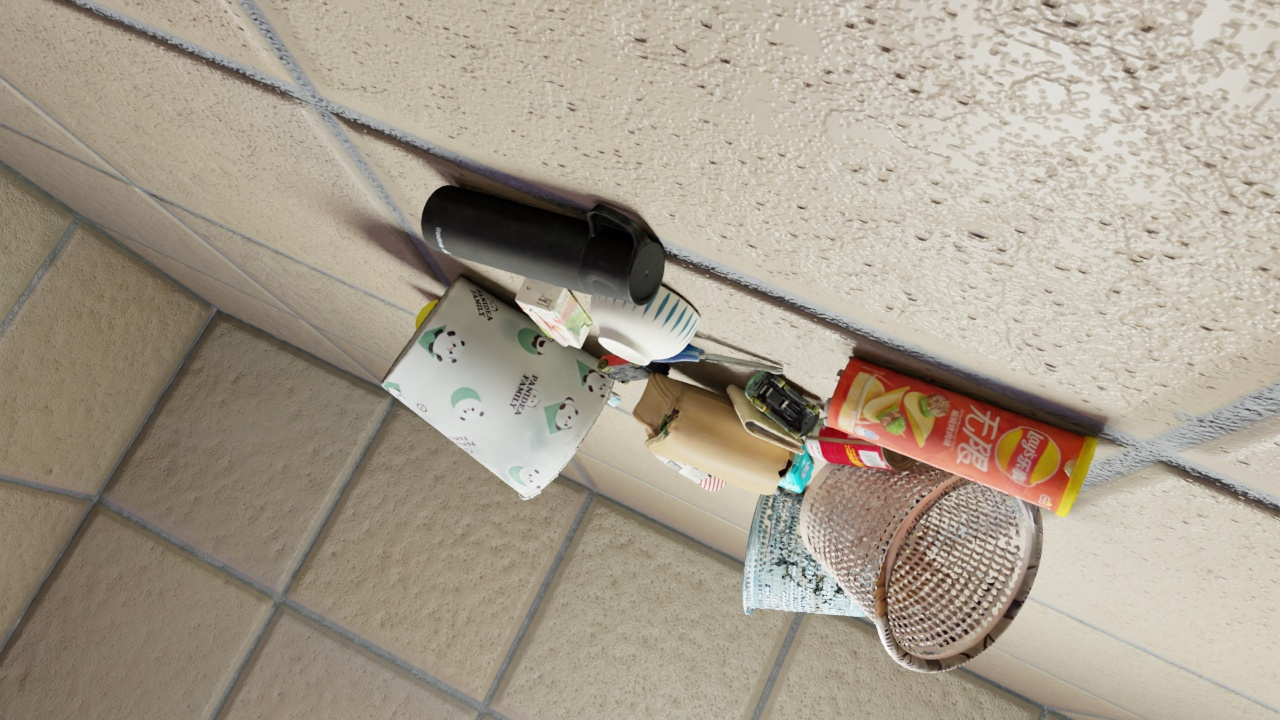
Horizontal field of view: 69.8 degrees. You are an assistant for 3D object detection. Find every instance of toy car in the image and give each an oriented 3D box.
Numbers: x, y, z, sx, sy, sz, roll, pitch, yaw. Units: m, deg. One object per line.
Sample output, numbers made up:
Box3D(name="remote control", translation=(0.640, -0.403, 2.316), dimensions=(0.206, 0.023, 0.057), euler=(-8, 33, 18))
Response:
Box3D(name="toy car", translation=(0.156, 0.047, 1.014), dimensions=(0.091, 0.043, 0.036), euler=(38, 179, -12))
Box3D(name="toy car", translation=(-0.007, 0.007, 1.194), dimensions=(0.106, 0.031, 0.049), euler=(-7, 150, 45))

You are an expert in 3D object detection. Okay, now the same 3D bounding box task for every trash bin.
Box3D(name="trash bin", translation=(-0.199, 0.028, 1.267), dimensions=(0.252, 0.229, 0.230), euler=(37, 165, -14))
Box3D(name="trash bin", translation=(0.286, 0.322, 1.497), dimensions=(0.195, 0.226, 0.226), euler=(9, 161, 18))
Box3D(name="trash bin", translation=(0.290, 0.196, 1.016), dimensions=(0.227, 0.227, 0.192), euler=(35, 177, -30))

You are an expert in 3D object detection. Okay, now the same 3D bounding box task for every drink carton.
Box3D(name="drink carton", translation=(-0.103, -0.057, 1.105), dimensions=(0.053, 0.045, 0.122), euler=(21, 166, 19))

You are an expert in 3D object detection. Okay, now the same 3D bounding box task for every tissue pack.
Box3D(name="tissue pack", translation=(0.188, 0.138, 1.278), dimensions=(0.093, 0.050, 0.133), euler=(19, 165, 21))

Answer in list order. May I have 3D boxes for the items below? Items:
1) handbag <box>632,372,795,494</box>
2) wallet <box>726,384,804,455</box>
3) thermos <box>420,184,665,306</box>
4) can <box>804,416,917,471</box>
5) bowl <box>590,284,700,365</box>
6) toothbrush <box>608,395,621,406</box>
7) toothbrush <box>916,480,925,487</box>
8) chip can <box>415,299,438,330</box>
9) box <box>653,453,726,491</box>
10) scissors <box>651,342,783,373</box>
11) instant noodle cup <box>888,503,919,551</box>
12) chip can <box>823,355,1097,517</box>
Box3D(name="handbag", translation=(0.091, 0.094, 1.130), dimensions=(0.204, 0.100, 0.147), euler=(23, -171, -7))
Box3D(name="wallet", translation=(0.148, 0.069, 1.070), dimensions=(0.087, 0.024, 0.115), euler=(29, -168, -13))
Box3D(name="thermos", translation=(-0.094, -0.118, 0.851), dimensions=(0.243, 0.068, 0.090), euler=(17, 131, 29))
Box3D(name="can", translation=(0.237, 0.088, 0.994), dimensions=(0.053, 0.053, 0.133), euler=(32, 165, -22))
Box3D(name="bowl", translation=(-0.003, -0.037, 0.951), dimensions=(0.116, 0.066, 0.116), euler=(26, 167, 6))
Box3D(name="toothbrush", translation=(-0.104, 0.020, 1.436), dimensions=(0.027, 0.026, 0.224), euler=(-29, 136, 22))
Box3D(name="toothbrush", translation=(0.300, 0.148, 1.183), dimensions=(0.017, 0.016, 0.188), euler=(22, 169, -25))
Box3D(name="chip can", translation=(-0.287, -0.022, 1.519), dimensions=(0.072, 0.072, 0.213), euler=(20, 164, 27))
Box3D(name="box", translation=(0.079, 0.150, 1.448), dimensions=(0.076, 0.087, 0.162), euler=(-15, 138, 44))
Box3D(name="scissors", translation=(0.077, -0.008, 1.008), dimensions=(0.175, 0.012, 0.107), euler=(2, -158, 1))
Box3D(name="instant noodle cup", translation=(0.297, 0.211, 1.213), dimensions=(0.123, 0.111, 0.112), euler=(9, 172, -17))
Box3D(name="chip can", translation=(0.272, 0.063, 0.799), dimensions=(0.217, 0.073, 0.073), euler=(20, 165, 25))
